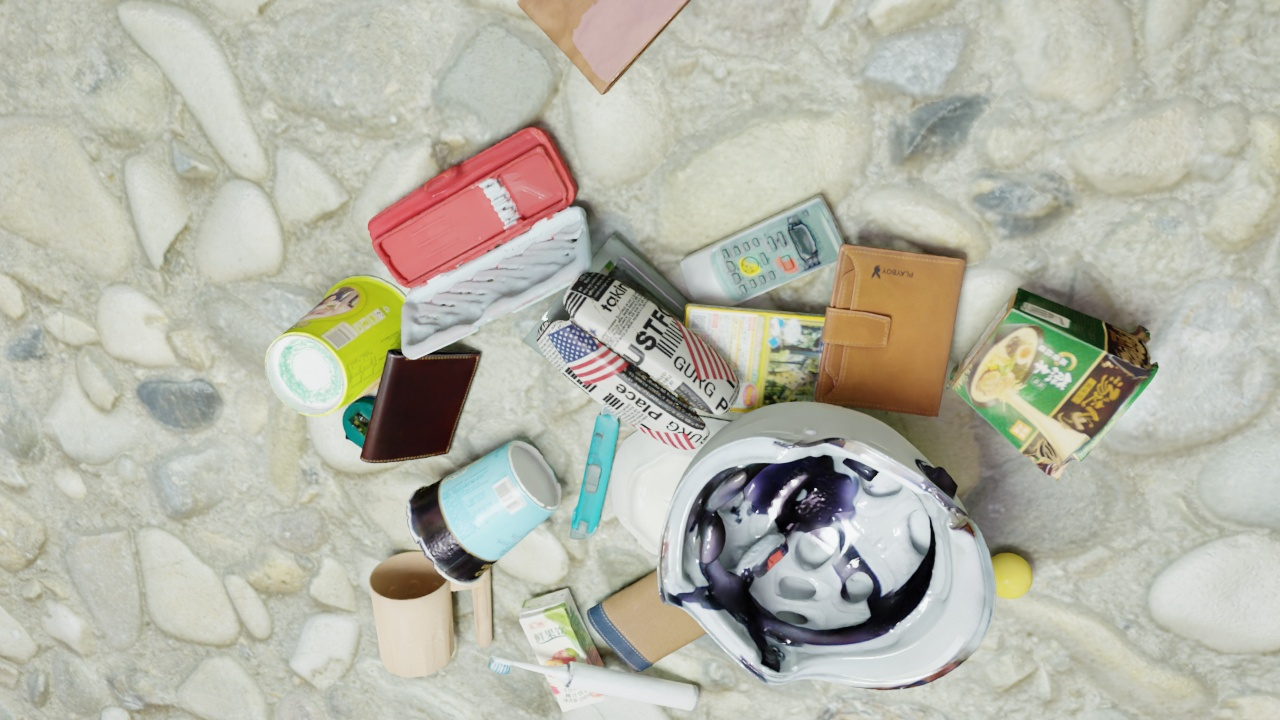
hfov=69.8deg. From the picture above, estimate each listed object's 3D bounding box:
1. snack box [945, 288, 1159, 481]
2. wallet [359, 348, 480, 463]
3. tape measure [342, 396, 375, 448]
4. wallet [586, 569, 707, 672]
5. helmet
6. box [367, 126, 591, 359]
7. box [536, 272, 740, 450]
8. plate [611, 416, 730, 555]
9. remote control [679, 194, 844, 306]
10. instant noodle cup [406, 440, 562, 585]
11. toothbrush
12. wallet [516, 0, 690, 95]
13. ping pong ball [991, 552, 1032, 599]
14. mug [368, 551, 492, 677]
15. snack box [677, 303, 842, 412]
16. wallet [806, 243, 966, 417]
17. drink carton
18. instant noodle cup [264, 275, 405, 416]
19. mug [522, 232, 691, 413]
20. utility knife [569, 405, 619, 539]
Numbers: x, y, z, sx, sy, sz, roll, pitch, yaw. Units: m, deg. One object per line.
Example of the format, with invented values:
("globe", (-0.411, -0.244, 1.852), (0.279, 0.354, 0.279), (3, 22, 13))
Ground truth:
("snack box", (0.311, 0.007, 0.707), (0.105, 0.118, 0.118), (35, 117, 11))
("wallet", (-0.209, 0.043, 0.873), (0.020, 0.096, 0.122), (44, 123, 37))
("tape measure", (-0.276, 0.065, 0.931), (0.054, 0.025, 0.058), (35, 115, -2))
("wallet", (0.014, 0.259, 0.929), (0.115, 0.033, 0.090), (-36, 102, 24))
("helmet", (0.146, 0.136, 0.741), (0.258, 0.145, 0.230), (27, 117, -8))
("box", (-0.140, -0.100, 0.805), (0.201, 0.069, 0.157), (-24, 79, 22))
("box", (-0.005, 0.005, 0.744), (0.162, 0.075, 0.086), (36, 128, -7))
("plate", (0.098, 0.140, 0.854), (0.266, 0.034, 0.162), (11, 114, 10))
("remote control", (0.101, -0.086, 0.770), (0.135, 0.019, 0.056), (-22, 104, 22))
("instant noodle cup", (-0.144, 0.140, 0.890), (0.121, 0.111, 0.111), (-35, 99, 16))
("toothbrush", (-0.046, 0.324, 0.932), (0.221, 0.027, 0.026), (16, 88, -14))
("wallet", (-0.026, -0.287, 0.724), (0.115, 0.020, 0.101), (-41, 96, 22))
("ping pong ball", (0.325, 0.190, 0.810), (0.040, 0.040, 0.040), (5, 113, 13))
("mug", (-0.220, 0.268, 0.977), (0.124, 0.084, 0.104), (-4, 114, -12))
("snack box", (0.103, 0.001, 0.775), (0.140, 0.033, 0.087), (5, 99, 3))
("wallet", (0.193, -0.024, 0.738), (0.119, 0.035, 0.131), (5, 100, -9))
("drink carton", (-0.079, 0.302, 0.962), (0.053, 0.045, 0.122), (-19, 107, 9))
("instant noodle cup", (-0.278, -0.008, 0.847), (0.112, 0.123, 0.112), (5, 113, 13))
("mug", (-0.024, -0.031, 0.801), (0.103, 0.083, 0.124), (41, 91, -5))
("utility knife", (-0.043, 0.102, 0.889), (0.029, 0.013, 0.185), (17, 115, 9))
